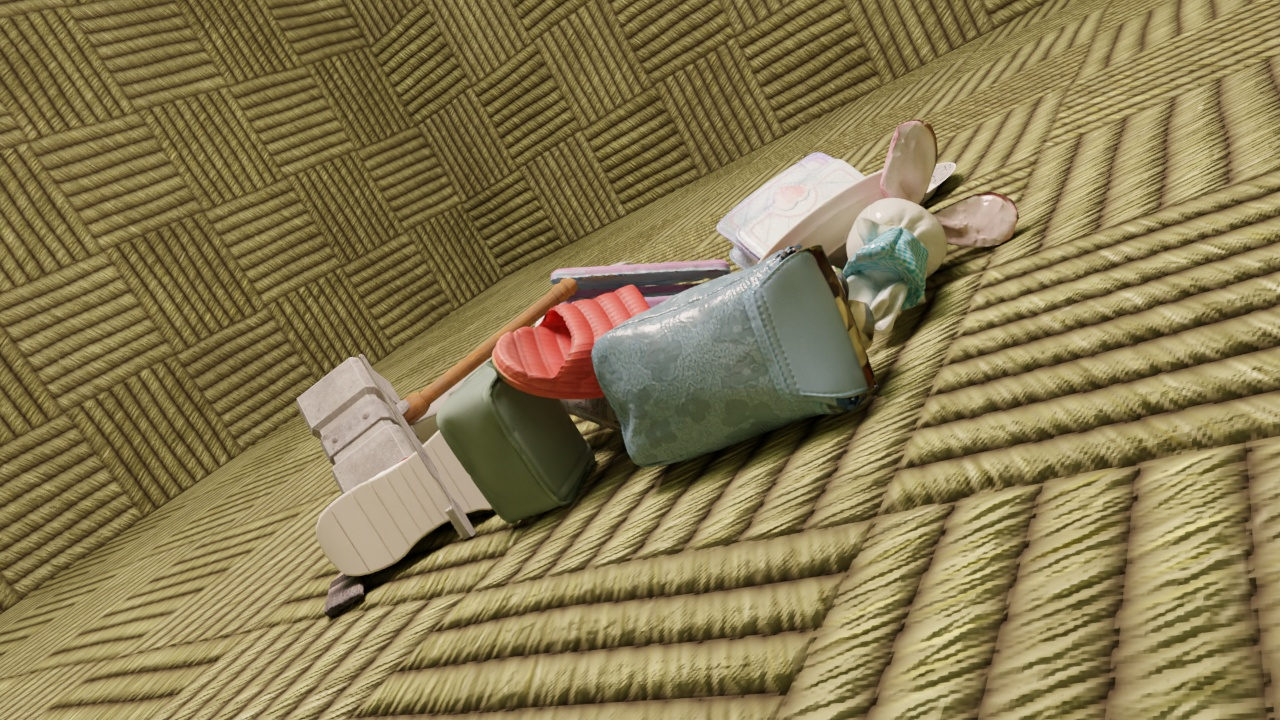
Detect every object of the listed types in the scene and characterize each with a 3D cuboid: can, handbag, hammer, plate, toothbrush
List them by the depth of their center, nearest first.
[{"bbox_3d":[0.070,0.001,0.653,0.192,0.121,0.118,-25,-4,28],"label":"handbag"},{"bbox_3d":[-0.100,0.063,0.762,0.067,0.122,0.105,-25,16,28],"label":"handbag"},{"bbox_3d":[-0.193,0.074,0.781,0.010,0.181,0.010,-28,7,24],"label":"toothbrush"},{"bbox_3d":[-0.040,0.028,0.817,0.136,0.054,0.054,16,43,42],"label":"can"},{"bbox_3d":[0.191,-0.112,0.879,0.182,0.034,0.182,-30,-16,-9],"label":"plate"},{"bbox_3d":[-0.194,0.013,0.978,0.317,0.162,0.083,-38,-31,-2],"label":"hammer"},{"bbox_3d":[0.178,-0.155,1.013,0.158,0.069,0.126,-35,41,-8],"label":"handbag"},{"bbox_3d":[0.287,-0.182,1.095,0.189,0.016,0.188,-28,12,7],"label":"plate"}]

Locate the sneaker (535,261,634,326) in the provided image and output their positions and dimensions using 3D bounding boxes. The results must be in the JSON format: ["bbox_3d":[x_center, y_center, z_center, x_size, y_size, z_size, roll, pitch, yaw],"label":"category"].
[{"bbox_3d":[-0.098,-0.060,1.297,0.127,0.121,0.293,-10,17,24],"label":"sneaker"}]

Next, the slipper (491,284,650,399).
[{"bbox_3d":[0.001,-0.023,0.753,0.248,0.059,0.103,-5,33,-20],"label":"slipper"}]

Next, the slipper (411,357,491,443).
[{"bbox_3d":[-0.170,0.054,1.076,0.265,0.080,0.113,-27,-32,-14],"label":"slipper"}]

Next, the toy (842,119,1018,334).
[{"bbox_3d":[0.208,-0.081,0.743,0.204,0.131,0.106,-53,1,-35],"label":"toy"}]

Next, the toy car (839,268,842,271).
[{"bbox_3d":[0.161,-0.052,0.822,0.048,0.032,0.105,-24,8,23],"label":"toy car"}]

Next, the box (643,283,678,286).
[{"bbox_3d":[0.005,-0.061,1.225,0.107,0.091,0.102,-20,7,18],"label":"box"}]

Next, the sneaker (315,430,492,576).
[{"bbox_3d":[-0.179,0.112,0.856,0.236,0.090,0.104,-32,1,-7],"label":"sneaker"}]

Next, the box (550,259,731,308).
[{"bbox_3d":[0.003,-0.084,1.091,0.214,0.065,0.078,-3,4,8],"label":"box"}]

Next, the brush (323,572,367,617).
[{"bbox_3d":[-0.270,0.201,0.850,0.039,0.012,0.151,-32,12,-8],"label":"brush"}]
